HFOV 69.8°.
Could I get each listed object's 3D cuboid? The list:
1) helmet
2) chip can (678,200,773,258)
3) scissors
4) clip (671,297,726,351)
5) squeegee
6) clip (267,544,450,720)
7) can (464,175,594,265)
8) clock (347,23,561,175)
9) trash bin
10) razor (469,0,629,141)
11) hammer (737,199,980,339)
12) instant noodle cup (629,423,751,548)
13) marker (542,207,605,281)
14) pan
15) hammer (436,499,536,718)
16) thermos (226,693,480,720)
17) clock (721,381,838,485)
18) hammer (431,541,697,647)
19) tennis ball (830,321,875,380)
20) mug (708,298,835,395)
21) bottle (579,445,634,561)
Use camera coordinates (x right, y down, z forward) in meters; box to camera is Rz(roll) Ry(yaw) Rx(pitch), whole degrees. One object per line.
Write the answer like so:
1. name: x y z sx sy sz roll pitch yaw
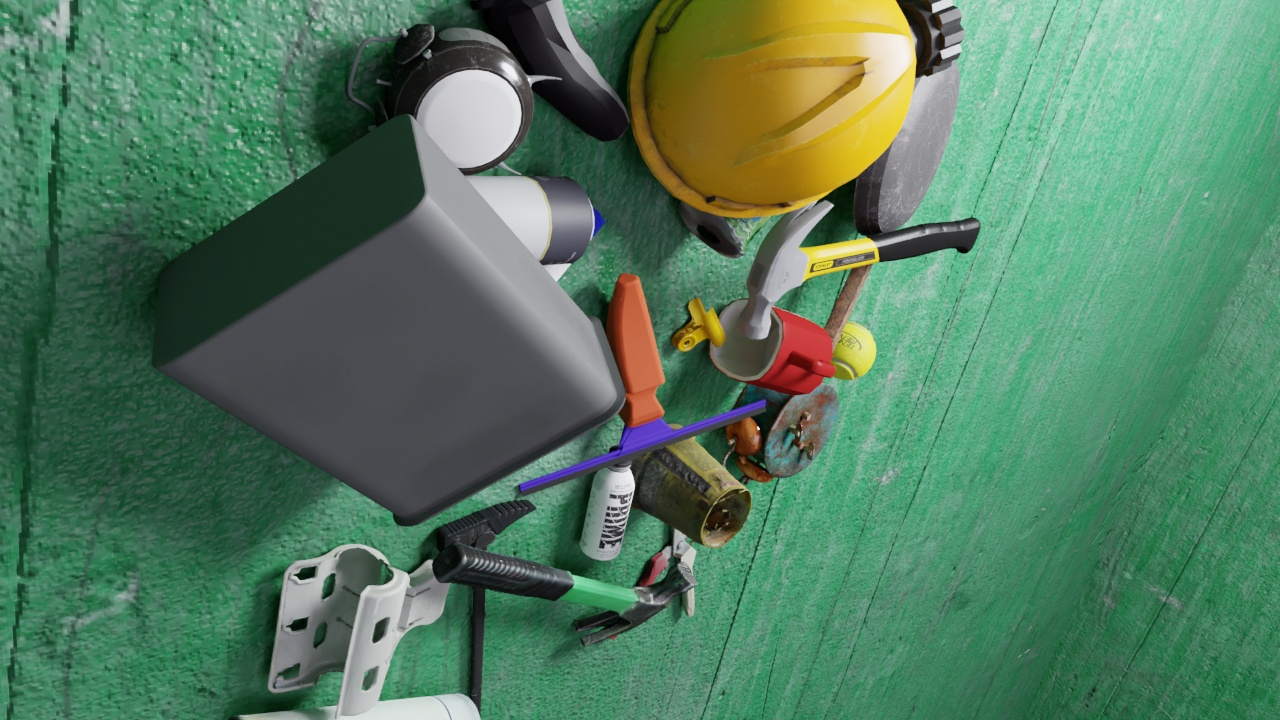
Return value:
1. helmet: 0.129 -0.212 0.687 0.255 0.131 0.205 -25 110 -19
2. chip can: 0.128 -0.190 0.805 0.223 0.075 0.075 -49 140 -10
3. scissors: 0.037 0.244 1.049 0.199 0.015 0.179 -51 139 -8
4. clip: 0.053 -0.031 0.880 0.054 0.048 0.046 59 28 -49
5. squeegee: -0.005 0.005 0.815 0.249 0.055 0.185 -18 129 -16
6. clip: -0.210 0.212 0.729 0.150 0.110 0.127 2 117 -35
7. can: -0.097 -0.097 0.644 0.127 0.064 0.064 -10 122 -42
8. clock: -0.117 -0.161 0.578 0.122 0.043 0.091 5 128 -36
9. trash bin: -0.146 -0.011 0.578 0.192 0.097 0.220 -29 139 10
10. razor: -0.052 -0.201 0.634 0.156 0.057 0.060 52 43 -49
11. hammer: 0.227 -0.107 0.883 0.322 0.029 0.127 -14 129 -36
12. instant noodle cup: 0.050 0.128 0.910 0.102 0.108 0.102 -23 128 -32
13. marker: -0.078 -0.065 0.715 0.133 0.023 0.027 -51 -178 -7
14. pan: 0.249 -0.147 0.939 0.207 0.040 0.357 -3 114 -62
15. hammer: -0.150 0.273 0.878 0.094 0.015 0.326 -19 128 -38
16. thermos: -0.240 0.326 0.780 0.229 0.068 0.068 19 101 -49
17. clock: 0.151 0.079 1.010 0.157 0.073 0.121 -42 139 -16
18. hammer: -0.074 0.213 0.861 0.130 0.032 0.318 -38 145 15
19. tennis ball: 0.232 -0.011 1.037 0.065 0.065 0.065 -25 131 -33
20. mug: 0.142 -0.007 0.908 0.096 0.116 0.080 14 100 -49
21. bottle: -0.030 0.136 0.888 0.041 0.041 0.116 -11 122 -41
